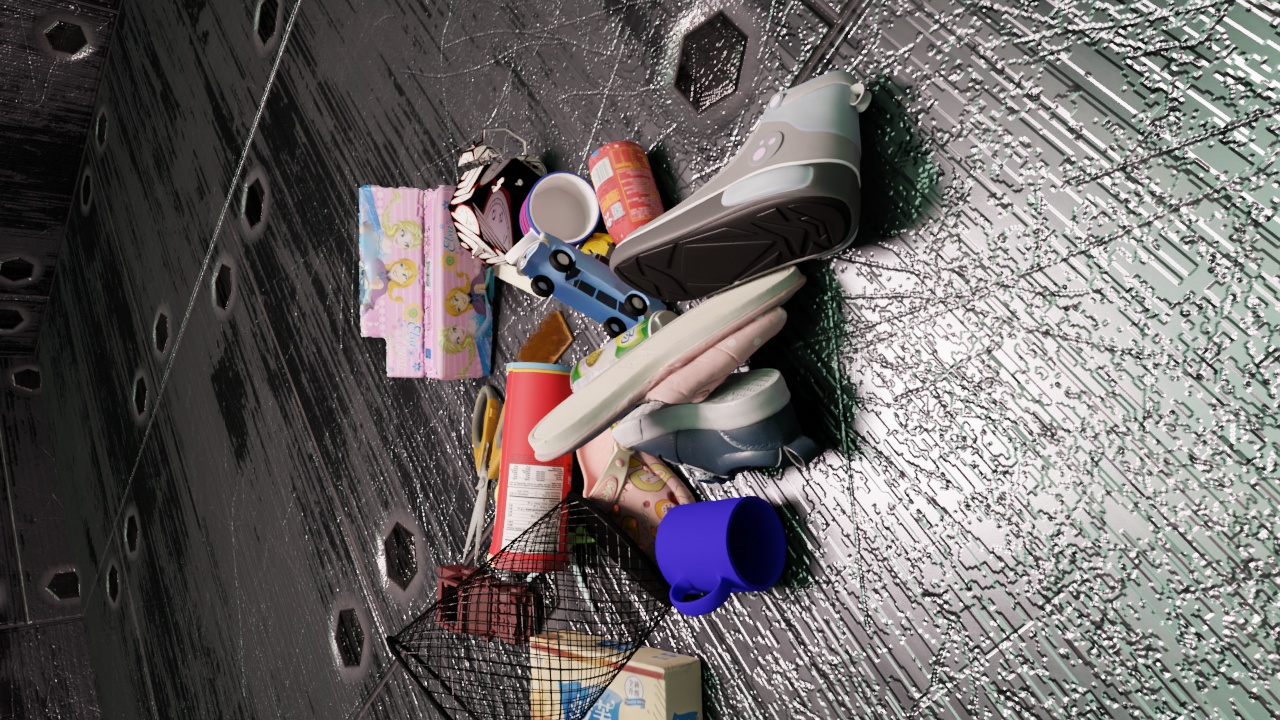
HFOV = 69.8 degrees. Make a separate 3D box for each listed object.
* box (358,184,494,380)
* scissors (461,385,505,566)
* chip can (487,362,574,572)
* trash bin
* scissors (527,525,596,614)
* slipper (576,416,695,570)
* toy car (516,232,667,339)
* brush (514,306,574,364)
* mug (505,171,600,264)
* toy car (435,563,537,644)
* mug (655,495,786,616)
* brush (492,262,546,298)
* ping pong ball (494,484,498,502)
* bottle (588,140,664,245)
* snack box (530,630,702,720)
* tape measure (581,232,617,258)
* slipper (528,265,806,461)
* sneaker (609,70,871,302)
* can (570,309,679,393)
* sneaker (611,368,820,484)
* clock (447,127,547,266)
[{"bbox_3d":[-0.248,-0.091,1.081,0.062,0.160,0.230,-157,67,-65],"label":"box"},{"bbox_3d":[-0.183,0.124,1.077,0.175,0.016,0.225,24,96,58],"label":"scissors"},{"bbox_3d":[-0.111,0.113,0.979,0.087,0.087,0.213,-3,81,46],"label":"chip can"},{"bbox_3d":[-0.089,0.245,0.841,0.209,0.184,0.184,-43,45,-17],"label":"trash bin"},{"bbox_3d":[-0.082,0.199,1.013,0.172,0.021,0.172,-44,63,32],"label":"scissors"},{"bbox_3d":[-0.023,0.129,0.904,0.197,0.081,0.093,51,124,37],"label":"slipper"},{"bbox_3d":[-0.046,-0.074,0.901,0.056,0.153,0.054,-45,21,45],"label":"toy car"},{"bbox_3d":[-0.123,-0.001,1.056,0.127,0.017,0.048,-48,57,34],"label":"brush"},{"bbox_3d":[-0.098,-0.140,0.958,0.111,0.075,0.076,-45,9,-10],"label":"mug"},{"bbox_3d":[-0.194,0.288,1.088,0.170,0.061,0.070,4,92,46],"label":"toy car"},{"bbox_3d":[0.063,0.173,0.794,0.084,0.111,0.079,-17,119,45],"label":"mug"},{"bbox_3d":[-0.177,-0.113,1.122,0.218,0.012,0.033,25,106,42],"label":"brush"},{"bbox_3d":[-0.149,0.156,1.061,0.040,0.040,0.040,-2,87,46],"label":"ping pong ball"},{"bbox_3d":[-0.007,-0.145,0.908,0.062,0.061,0.137,-32,66,41],"label":"bottle"},{"bbox_3d":[-0.030,0.364,0.920,0.208,0.055,0.153,-5,85,46],"label":"snack box"},{"bbox_3d":[-0.038,-0.099,0.957,0.064,0.037,0.066,50,123,34],"label":"tape measure"},{"bbox_3d":[0.029,0.008,0.773,0.054,0.274,0.114,58,173,-12],"label":"slipper"},{"bbox_3d":[0.082,-0.150,0.792,0.257,0.093,0.160,-14,54,47],"label":"sneaker"},{"bbox_3d":[-0.005,0.005,0.892,0.121,0.067,0.067,-31,67,37],"label":"can"},{"bbox_3d":[0.062,0.066,0.817,0.236,0.089,0.087,-12,108,59],"label":"sneaker"},{"bbox_3d":[-0.147,-0.185,1.018,0.065,0.114,0.154,-5,82,46],"label":"clock"}]
